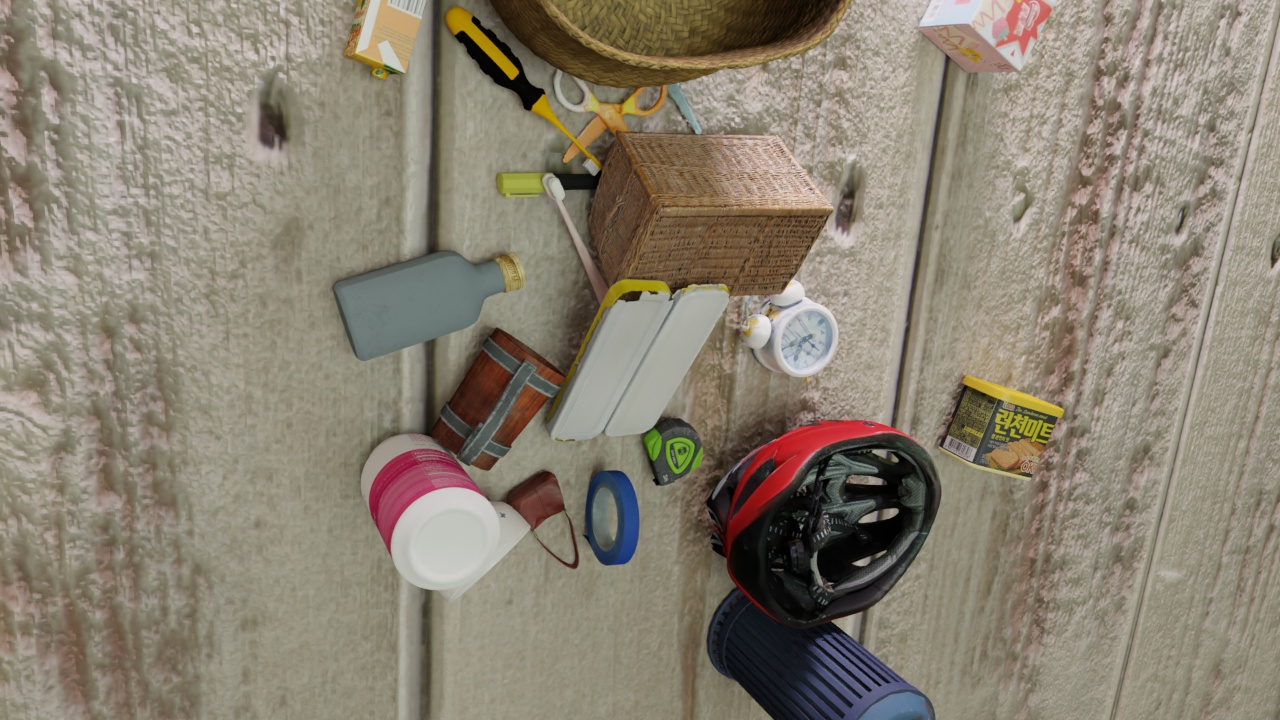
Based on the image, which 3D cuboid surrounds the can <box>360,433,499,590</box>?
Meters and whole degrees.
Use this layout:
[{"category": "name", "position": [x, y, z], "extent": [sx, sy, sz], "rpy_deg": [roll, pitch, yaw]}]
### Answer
[{"category": "can", "position": [-0.186, 0.124, 0.792], "extent": [0.088, 0.166, 0.088], "rpy_deg": [-8, 108, -25]}]

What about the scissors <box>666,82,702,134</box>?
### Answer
[{"category": "scissors", "position": [0.025, -0.271, 0.869], "extent": [0.056, 0.015, 0.137], "rpy_deg": [-42, 114, -13]}]

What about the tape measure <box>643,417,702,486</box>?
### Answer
[{"category": "tape measure", "position": [0.034, 0.092, 0.972], "extent": [0.058, 0.036, 0.066], "rpy_deg": [-19, 116, -11]}]

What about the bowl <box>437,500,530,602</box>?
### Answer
[{"category": "bowl", "position": [-0.159, 0.174, 0.866], "extent": [0.104, 0.105, 0.054], "rpy_deg": [-44, 83, -9]}]

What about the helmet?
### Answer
[{"category": "helmet", "position": [0.204, 0.167, 1.004], "extent": [0.271, 0.167, 0.218], "rpy_deg": [-12, 110, -23]}]

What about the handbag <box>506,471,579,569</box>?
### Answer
[{"category": "handbag", "position": [-0.090, 0.172, 0.940], "extent": [0.055, 0.029, 0.120], "rpy_deg": [-31, 122, -13]}]

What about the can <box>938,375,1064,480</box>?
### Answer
[{"category": "can", "position": [0.455, 0.087, 1.164], "extent": [0.130, 0.072, 0.101], "rpy_deg": [14, 101, -30]}]

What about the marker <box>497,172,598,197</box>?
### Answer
[{"category": "marker", "position": [-0.071, -0.163, 0.850], "extent": [0.123, 0.017, 0.021], "rpy_deg": [-7, 108, -27]}]

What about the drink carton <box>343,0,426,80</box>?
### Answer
[{"category": "drink carton", "position": [-0.196, -0.287, 0.725], "extent": [0.041, 0.058, 0.122], "rpy_deg": [14, 98, -30]}]

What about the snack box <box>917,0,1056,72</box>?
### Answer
[{"category": "snack box", "position": [0.371, -0.371, 0.976], "extent": [0.094, 0.079, 0.093], "rpy_deg": [26, 93, -31]}]

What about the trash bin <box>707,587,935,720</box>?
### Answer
[{"category": "trash bin", "position": [0.196, 0.356, 1.008], "extent": [0.139, 0.250, 0.139], "rpy_deg": [-8, 108, -25]}]

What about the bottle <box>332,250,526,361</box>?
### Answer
[{"category": "bottle", "position": [-0.181, -0.057, 0.809], "extent": [0.161, 0.046, 0.072], "rpy_deg": [-20, 113, -21]}]

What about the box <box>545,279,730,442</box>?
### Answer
[{"category": "box", "position": [-0.005, 0.005, 0.872], "extent": [0.127, 0.023, 0.210], "rpy_deg": [1, 136, -30]}]

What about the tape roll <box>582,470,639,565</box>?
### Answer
[{"category": "tape roll", "position": [-0.029, 0.158, 0.926], "extent": [0.016, 0.091, 0.093], "rpy_deg": [2, 109, -28]}]

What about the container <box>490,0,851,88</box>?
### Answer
[{"category": "container", "position": [0.011, -0.373, 0.721], "extent": [0.306, 0.197, 0.307], "rpy_deg": [-6, 106, -23]}]

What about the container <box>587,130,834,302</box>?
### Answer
[{"category": "container", "position": [0.059, -0.134, 0.849], "extent": [0.198, 0.112, 0.114], "rpy_deg": [-4, 142, -27]}]

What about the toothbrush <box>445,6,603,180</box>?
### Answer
[{"category": "toothbrush", "position": [-0.095, -0.232, 0.807], "extent": [0.031, 0.031, 0.196], "rpy_deg": [-49, 118, -3]}]

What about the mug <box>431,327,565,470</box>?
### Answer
[{"category": "mug", "position": [-0.130, 0.040, 0.828], "extent": [0.081, 0.117, 0.111], "rpy_deg": [36, 91, -13]}]

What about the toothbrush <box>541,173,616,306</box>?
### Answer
[{"category": "toothbrush", "position": [-0.050, -0.097, 0.870], "extent": [0.015, 0.018, 0.181], "rpy_deg": [-33, 125, -12]}]

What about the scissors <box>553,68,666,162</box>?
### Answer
[{"category": "scissors", "position": [-0.030, -0.231, 0.851], "extent": [0.125, 0.011, 0.128], "rpy_deg": [-46, 116, -2]}]

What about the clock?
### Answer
[{"category": "clock", "position": [0.157, -0.035, 0.988], "extent": [0.125, 0.052, 0.089], "rpy_deg": [40, 86, -27]}]
